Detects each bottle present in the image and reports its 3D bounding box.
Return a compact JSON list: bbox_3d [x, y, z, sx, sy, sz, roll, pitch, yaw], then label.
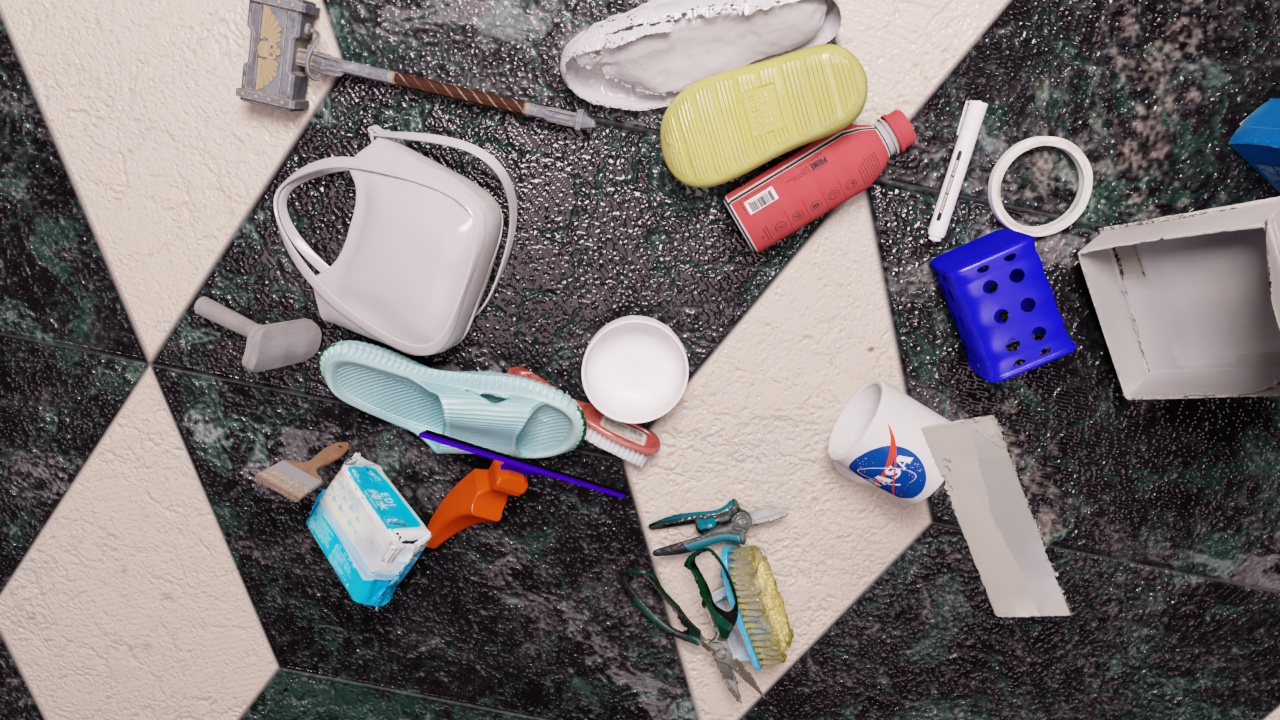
[{"bbox_3d":[0.167,-0.169,0.844,0.177,0.062,0.062,-30,103,10],"label":"bottle"}]

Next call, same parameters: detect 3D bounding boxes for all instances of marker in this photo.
[{"bbox_3d":[0.295,-0.176,0.861,0.020,0.017,0.134,25,109,33],"label":"marker"}]

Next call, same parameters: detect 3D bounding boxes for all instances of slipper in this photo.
[{"bbox_3d":[-0.191,0.051,0.901,0.276,0.069,0.116,15,139,1],"label":"slipper"},{"bbox_3d":[0.047,-0.290,0.809,0.247,0.074,0.112,-15,136,8],"label":"slipper"},{"bbox_3d":[0.110,-0.222,0.822,0.191,0.081,0.091,-17,101,24],"label":"slipper"}]

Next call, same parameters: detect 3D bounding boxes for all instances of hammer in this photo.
[{"bbox_3d":[-0.200,-0.253,0.842,0.322,0.044,0.098,13,106,-2],"label":"hammer"}]

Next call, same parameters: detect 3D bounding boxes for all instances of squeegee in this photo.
[{"bbox_3d":[-0.165,0.141,0.939,0.249,0.055,0.185,24,128,-39],"label":"squeegee"}]

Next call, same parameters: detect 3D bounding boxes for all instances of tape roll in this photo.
[{"bbox_3d":[0.376,-0.163,0.863,0.093,0.013,0.093,1,106,2],"label":"tape roll"}]

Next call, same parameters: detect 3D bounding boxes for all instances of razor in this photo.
[{"bbox_3d":[-0.391,-0.033,0.906,0.116,0.088,0.047,24,106,15],"label":"razor"}]

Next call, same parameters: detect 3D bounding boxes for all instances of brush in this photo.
[{"bbox_3d":[0.107,0.257,0.975,0.075,0.055,0.136,-12,106,28],"label":"brush"},{"bbox_3d":[-0.318,0.102,0.897,0.045,0.143,0.008,29,103,3],"label":"brush"},{"bbox_3d":[-0.061,0.058,0.933,0.172,0.040,0.030,28,120,-3],"label":"brush"}]

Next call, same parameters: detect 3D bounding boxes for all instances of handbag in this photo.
[{"bbox_3d":[-0.246,-0.127,0.878,0.223,0.095,0.216,25,105,8],"label":"handbag"}]

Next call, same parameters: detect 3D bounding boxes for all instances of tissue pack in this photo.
[{"bbox_3d":[-0.278,0.170,0.936,0.144,0.061,0.093,45,111,27],"label":"tissue pack"}]

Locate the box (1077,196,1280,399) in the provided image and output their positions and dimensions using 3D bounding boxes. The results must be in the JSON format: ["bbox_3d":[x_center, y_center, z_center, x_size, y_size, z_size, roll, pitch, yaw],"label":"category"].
[{"bbox_3d":[0.504,-0.007,0.650,0.149,0.505,0.167,-25,103,4],"label":"box"}]

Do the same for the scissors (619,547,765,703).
[{"bbox_3d":[0.053,0.288,0.979,0.155,0.015,0.209,-8,110,31],"label":"scissors"}]

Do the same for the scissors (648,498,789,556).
[{"bbox_3d":[0.077,0.168,0.960,0.139,0.019,0.128,29,77,24],"label":"scissors"}]

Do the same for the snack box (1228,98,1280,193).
[{"bbox_3d":[0.644,-0.123,0.770,0.239,0.195,0.056,39,104,-9],"label":"snack box"}]

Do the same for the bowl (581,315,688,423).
[{"bbox_3d":[-0.005,0.005,0.905,0.105,0.054,0.105,0,106,0],"label":"bowl"}]

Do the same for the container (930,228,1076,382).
[{"bbox_3d":[0.336,-0.054,0.859,0.084,0.085,0.113,-24,103,8],"label":"container"}]

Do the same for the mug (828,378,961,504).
[{"bbox_3d":[0.240,0.087,0.908,0.090,0.090,0.122,30,140,-7],"label":"mug"}]
